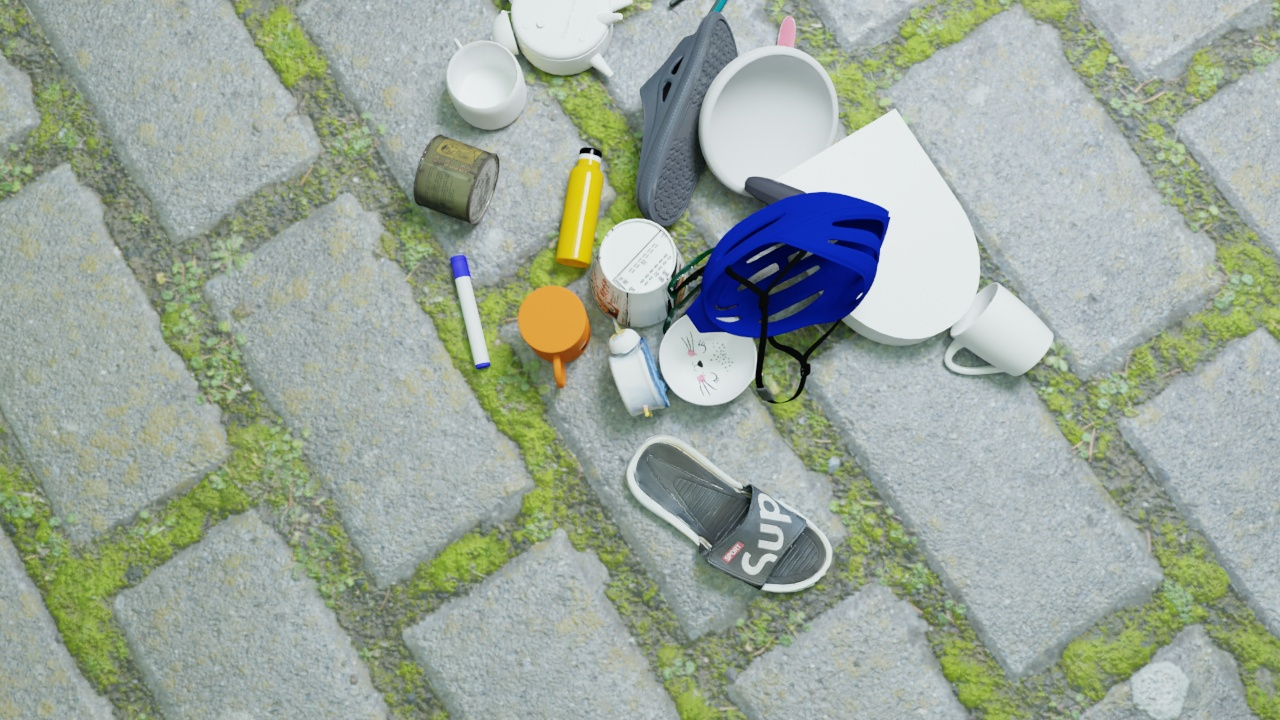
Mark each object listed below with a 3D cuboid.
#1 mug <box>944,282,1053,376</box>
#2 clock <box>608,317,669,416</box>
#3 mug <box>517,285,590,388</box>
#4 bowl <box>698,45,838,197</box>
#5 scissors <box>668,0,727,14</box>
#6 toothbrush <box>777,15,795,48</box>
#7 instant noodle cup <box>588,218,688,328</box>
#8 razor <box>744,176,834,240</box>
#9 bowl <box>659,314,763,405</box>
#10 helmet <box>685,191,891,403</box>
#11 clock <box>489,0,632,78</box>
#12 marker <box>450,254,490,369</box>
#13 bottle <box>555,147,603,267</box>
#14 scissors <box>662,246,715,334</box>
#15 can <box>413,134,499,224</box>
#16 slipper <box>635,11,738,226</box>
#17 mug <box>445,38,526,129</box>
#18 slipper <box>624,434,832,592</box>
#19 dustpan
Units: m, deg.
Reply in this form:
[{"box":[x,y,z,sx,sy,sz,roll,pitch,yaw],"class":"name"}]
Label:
[{"box":[0.420,-0.022,1.093,0.087,0.080,0.114,37,116,-1],"class":"mug"},{"box":[-0.006,0.006,1.082,0.052,0.089,0.125,-21,84,4],"class":"clock"},{"box":[-0.099,-0.023,1.082,0.077,0.096,0.112,-4,83,0],"class":"mug"},{"box":[0.146,-0.290,1.110,0.176,0.066,0.177,-8,116,-16],"class":"bowl"},{"box":[0.099,-0.484,1.177,0.126,0.019,0.154,0,81,-1],"class":"scissors"},{"box":[0.181,-0.375,1.163,0.022,0.016,0.135,6,83,11],"class":"toothbrush"},{"box":[-0.003,-0.108,1.078,0.123,0.122,0.123,0,83,0],"class":"instant noodle cup"},{"box":[0.189,-0.184,1.075,0.143,0.047,0.052,26,108,7],"class":"razor"},{"box":[0.079,0.000,1.099,0.115,0.050,0.114,0,82,0],"class":"bowl"},{"box":[0.168,-0.067,0.988,0.242,0.148,0.227,-22,46,18],"class":"helmet"},{"box":[-0.100,-0.429,1.144,0.161,0.073,0.125,14,83,2],"class":"clock"},{"box":[-0.208,-0.060,1.127,0.020,0.020,0.141,-14,83,-1],"class":"marker"},{"box":[-0.072,-0.189,1.129,0.043,0.043,0.143,9,83,2],"class":"bottle"},{"box":[0.092,-0.103,1.112,0.015,0.138,0.209,39,55,20],"class":"scissors"},{"box":[-0.223,-0.219,1.111,0.074,0.090,0.089,20,83,3],"class":"can"},{"box":[0.043,-0.293,1.123,0.083,0.110,0.268,17,83,33],"class":"slipper"},{"box":[-0.196,-0.348,1.137,0.094,0.068,0.115,-35,84,-4],"class":"mug"},{"box":[0.101,0.183,1.073,0.264,0.063,0.111,35,85,7],"class":"slipper"},{"box":[0.293,-0.143,1.115,0.191,0.053,0.257,-31,83,-3],"class":"dustpan"}]
